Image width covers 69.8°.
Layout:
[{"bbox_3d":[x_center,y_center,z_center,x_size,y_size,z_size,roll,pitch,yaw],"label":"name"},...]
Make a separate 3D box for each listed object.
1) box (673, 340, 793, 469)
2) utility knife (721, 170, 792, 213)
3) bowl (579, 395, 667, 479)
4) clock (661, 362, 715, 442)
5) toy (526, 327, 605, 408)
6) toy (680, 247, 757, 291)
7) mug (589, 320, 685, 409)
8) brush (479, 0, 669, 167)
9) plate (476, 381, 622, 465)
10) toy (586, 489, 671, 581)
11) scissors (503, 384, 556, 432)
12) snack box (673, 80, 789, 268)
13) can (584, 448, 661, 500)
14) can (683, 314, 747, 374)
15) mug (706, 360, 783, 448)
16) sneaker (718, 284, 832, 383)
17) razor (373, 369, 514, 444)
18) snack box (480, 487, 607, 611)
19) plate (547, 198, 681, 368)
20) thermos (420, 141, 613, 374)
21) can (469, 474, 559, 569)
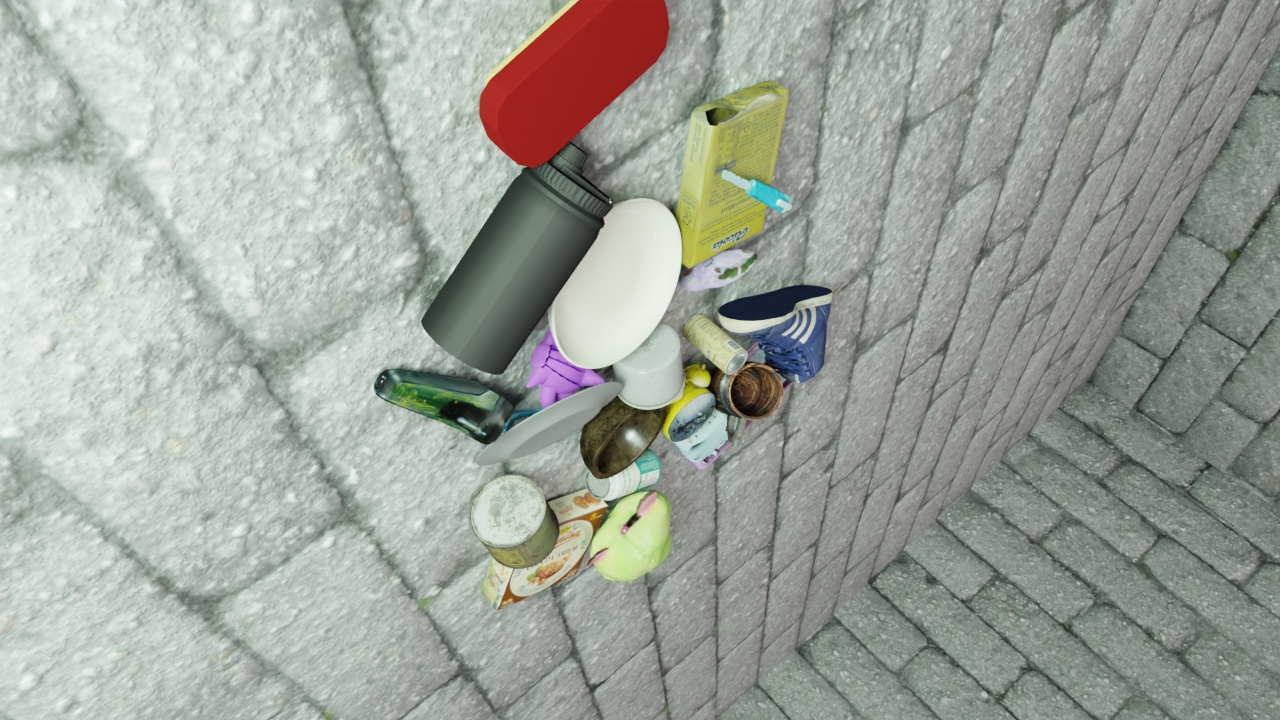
[{"bbox_3d":[0.127,0.052,1.322,0.214,0.091,0.090,-43,-167,-6],"label":"box"},{"bbox_3d":[0.123,-0.178,0.952,0.022,0.015,0.166,-59,153,13],"label":"utility knife"},{"bbox_3d":[-0.031,0.081,1.119,0.121,0.056,0.121,-37,153,-22],"label":"bowl"},{"bbox_3d":[0.055,0.052,1.197,0.083,0.057,0.119,-26,145,-32],"label":"clock"},{"bbox_3d":[-0.080,0.007,0.964,0.088,0.056,0.106,30,78,-47],"label":"toy"},{"bbox_3d":[0.089,-0.106,1.032,0.080,0.036,0.100,-36,-168,-24],"label":"toy"},{"bbox_3d":[-0.006,0.006,1.050,0.113,0.084,0.071,-9,141,-1],"label":"mug"},{"bbox_3d":[-0.055,-0.232,0.721,0.173,0.042,0.082,-44,151,-6],"label":"brush"},{"bbox_3d":[-0.096,0.074,0.998,0.178,0.012,0.178,-29,169,-6],"label":"plate"},{"bbox_3d":[-0.006,0.247,1.274,0.150,0.107,0.197,-49,177,0],"label":"toy"},{"bbox_3d":[-0.106,0.060,1.045,0.118,0.013,0.140,-44,152,-8],"label":"scissors"},{"bbox_3d":[0.090,-0.195,0.954,0.121,0.045,0.181,-30,145,-32],"label":"snack box"},{"bbox_3d":[-0.022,0.151,1.219,0.101,0.055,0.055,-11,135,-47],"label":"can"},{"bbox_3d":[0.092,-0.021,1.132,0.038,0.079,0.038,-33,148,-24],"label":"can"},{"bbox_3d":[0.133,0.056,1.216,0.107,0.080,0.116,-171,-82,-82],"label":"mug"},{"bbox_3d":[0.174,-0.020,1.198,0.232,0.091,0.118,-22,120,-51],"label":"sneaker"},{"bbox_3d":[-0.183,0.042,0.870,0.054,0.067,0.151,-54,142,9],"label":"razor"},{"bbox_3d":[-0.128,0.247,1.212,0.142,0.041,0.147,-14,137,-44],"label":"snack box"},{"bbox_3d":[-0.031,-0.080,0.925,0.181,0.034,0.183,-32,137,-35],"label":"plate"},{"bbox_3d":[-0.099,-0.092,0.790,0.199,0.086,0.086,-54,150,12],"label":"thermos"},{"bbox_3d":[-0.145,0.188,1.069,0.089,0.090,0.075,-38,150,-15],"label":"can"}]
